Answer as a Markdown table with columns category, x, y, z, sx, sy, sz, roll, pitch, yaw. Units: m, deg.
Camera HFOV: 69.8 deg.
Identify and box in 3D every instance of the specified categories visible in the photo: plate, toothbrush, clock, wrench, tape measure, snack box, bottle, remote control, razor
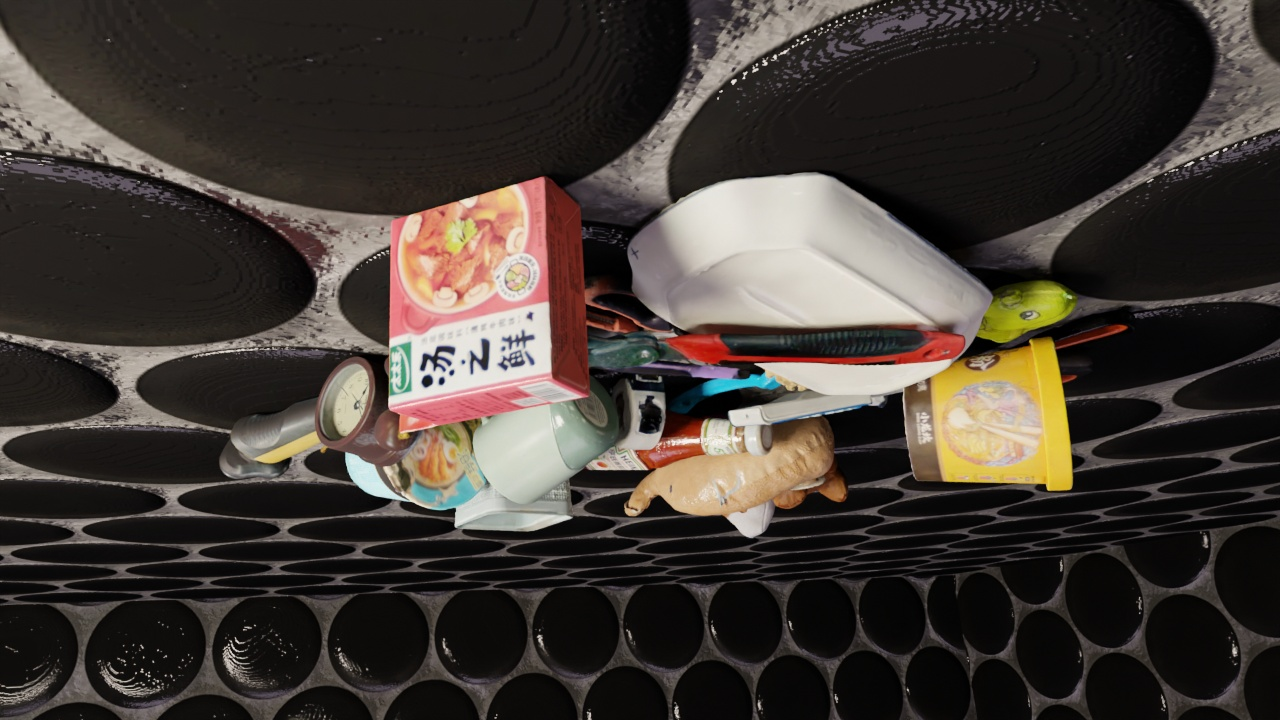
| category | x | y | z | sx | sy | sz | roll | pitch | yaw |
| --- | --- | --- | --- | --- | --- | --- | --- | --- | --- |
| plate | 0.113 | -0.032 | 0.592 | 0.265 | 0.034 | 0.162 | 24 | 143 | -37 |
| toothbrush | 0.238 | 0.015 | 0.852 | 0.018 | 0.015 | 0.181 | 5 | 162 | 2 |
| clock | -0.206 | 0.037 | 0.726 | 0.122 | 0.082 | 0.055 | -15 | 153 | 35 |
| toothbrush | -0.004 | 0.004 | 0.741 | 0.189 | 0.014 | 0.017 | 5 | 180 | -4 |
| wrench | 0.068 | -0.010 | 0.577 | 0.273 | 0.016 | 0.056 | 2 | 152 | -4 |
| tape measure | -0.004 | 0.046 | 0.815 | 0.033 | 0.066 | 0.066 | 5 | 160 | -21 |
| snack box | -0.094 | -0.028 | 0.504 | 0.127 | 0.113 | 0.044 | -12 | 161 | 23 |
| bottle | 0.025 | 0.073 | 0.863 | 0.206 | 0.059 | 0.059 | -4 | 164 | 32 |
| remote control | 0.140 | 0.039 | 0.792 | 0.124 | 0.024 | 0.049 | -9 | 177 | -29 |
| razor | -0.314 | 0.066 | 0.839 | 0.168 | 0.062 | 0.067 | -21 | 124 | 28 |

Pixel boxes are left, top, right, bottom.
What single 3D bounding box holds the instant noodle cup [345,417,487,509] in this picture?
| category | x | y | z | sx | sy | sz | roll | pitch | yaw |
| --- | --- | --- | --- | --- | --- | --- | --- | --- | --- |
| instant noodle cup | -0.211 | 0.083 | 0.839 | 0.111 | 0.111 | 0.121 | 12 | 164 | -39 |

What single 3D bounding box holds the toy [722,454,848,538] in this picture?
| category | x | y | z | sx | sy | sz | roll | pitch | yaw |
| --- | --- | --- | --- | --- | --- | --- | --- | --- | --- |
| toy | 0.138 | 0.140 | 1.056 | 0.140 | 0.130 | 0.200 | 5 | 170 | -42 |

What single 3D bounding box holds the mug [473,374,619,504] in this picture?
| category | x | y | z | sx | sy | sz | roll | pitch | yaw |
| --- | --- | --- | --- | --- | --- | --- | --- | --- | --- |
| mug | -0.087 | 0.052 | 0.788 | 0.107 | 0.112 | 0.082 | -37 | -169 | 25 |

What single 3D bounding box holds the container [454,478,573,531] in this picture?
| category | x | y | z | sx | sy | sz | roll | pitch | yaw |
| --- | --- | --- | --- | --- | --- | --- | --- | --- | --- |
| container | -0.123 | 0.101 | 0.884 | 0.089 | 0.111 | 0.090 | 10 | 157 | -34 |

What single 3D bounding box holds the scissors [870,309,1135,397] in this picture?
| category | x | y | z | sx | sy | sz | roll | pitch | yaw |
| --- | --- | --- | --- | --- | --- | --- | --- | --- | --- |
| scissors | 0.314 | -0.002 | 0.792 | 0.220 | 0.021 | 0.228 | 7 | 155 | -34 |

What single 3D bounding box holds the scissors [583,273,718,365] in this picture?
| category | x | y | z | sx | sy | sz | roll | pitch | yaw |
| --- | --- | --- | --- | --- | --- | --- | --- | --- | --- |
| scissors | -0.003 | -0.020 | 0.701 | 0.198 | 0.015 | 0.205 | -2 | 161 | -9 |

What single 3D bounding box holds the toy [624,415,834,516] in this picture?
| category | x | y | z | sx | sy | sz | roll | pitch | yaw |
| --- | --- | --- | --- | --- | --- | --- | --- | --- | --- |
| toy | 0.080 | 0.106 | 0.903 | 0.226 | 0.082 | 0.143 | -21 | -173 | 9 |

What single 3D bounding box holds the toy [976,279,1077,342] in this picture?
| category | x | y | z | sx | sy | sz | roll | pitch | yaw |
| --- | --- | --- | --- | --- | --- | --- | --- | --- | --- |
| toy | 0.281 | -0.037 | 0.682 | 0.096 | 0.031 | 0.100 | 2 | 165 | -29 |

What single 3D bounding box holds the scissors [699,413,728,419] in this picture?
| category | x | y | z | sx | sy | sz | roll | pitch | yaw |
| --- | --- | --- | --- | --- | --- | --- | --- | --- | --- |
| scissors | 0.036 | 0.070 | 0.977 | 0.135 | 0.017 | 0.133 | -13 | 164 | 23 |

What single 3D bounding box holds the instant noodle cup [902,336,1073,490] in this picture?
| category | x | y | z | sx | sy | sz | roll | pitch | yaw |
| --- | --- | --- | --- | --- | --- | --- | --- | --- | --- |
| instant noodle cup | 0.273 | 0.046 | 0.727 | 0.115 | 0.118 | 0.118 | -7 | 162 | 22 |

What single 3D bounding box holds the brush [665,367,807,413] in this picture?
| category | x | y | z | sx | sy | sz | roll | pitch | yaw |
| --- | --- | --- | --- | --- | --- | --- | --- | --- | --- |
| brush | 0.100 | 0.013 | 0.794 | 0.083 | 0.045 | 0.255 | 4 | 164 | -32 |
